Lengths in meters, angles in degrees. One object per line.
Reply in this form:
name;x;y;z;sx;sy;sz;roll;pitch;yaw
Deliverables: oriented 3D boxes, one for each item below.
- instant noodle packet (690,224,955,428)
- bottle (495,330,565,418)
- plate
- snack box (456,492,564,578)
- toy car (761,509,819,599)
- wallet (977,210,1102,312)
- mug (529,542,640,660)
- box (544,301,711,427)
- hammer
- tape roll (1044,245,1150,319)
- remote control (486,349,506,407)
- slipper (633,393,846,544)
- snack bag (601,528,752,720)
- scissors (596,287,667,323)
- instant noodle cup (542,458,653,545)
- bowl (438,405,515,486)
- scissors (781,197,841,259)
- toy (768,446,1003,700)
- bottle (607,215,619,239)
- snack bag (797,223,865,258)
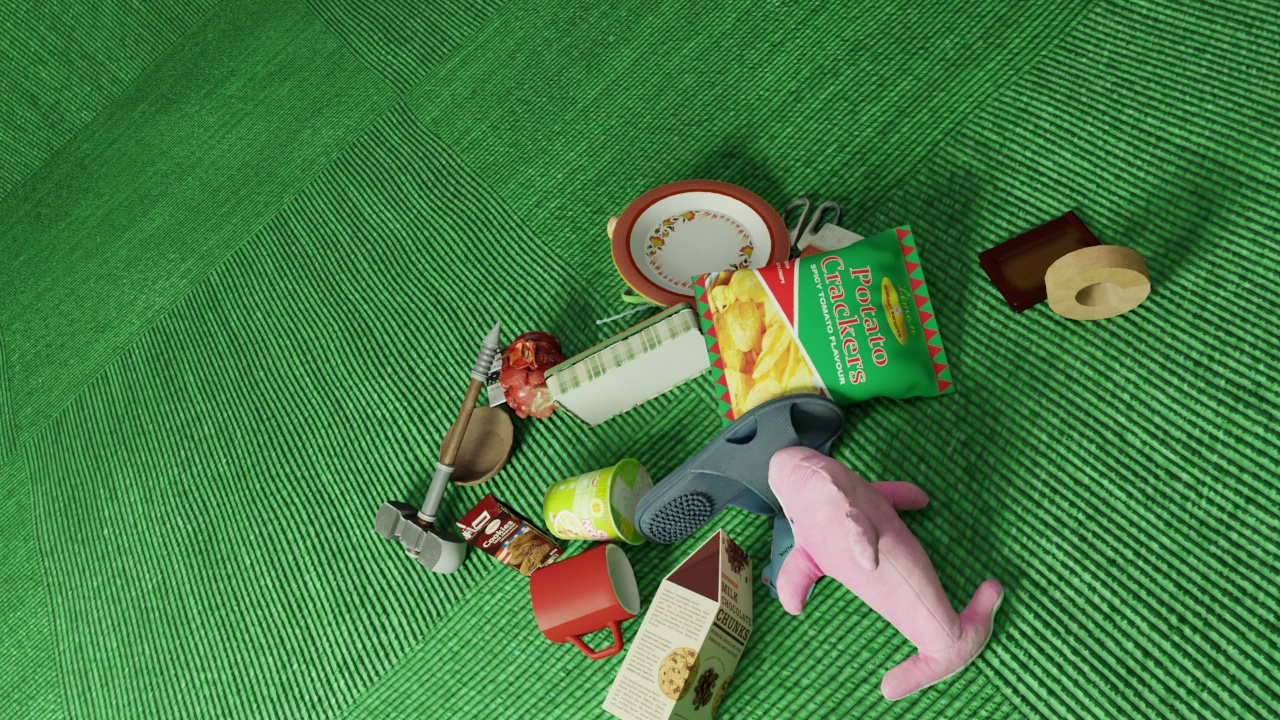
instant noodle packet;0.199;-0.032;1.029;0.253;0.090;0.195;-13;78;7
bottle;-0.141;0.018;1.209;0.099;0.099;0.111;-21;44;16
plate;0.077;-0.147;1.186;0.230;0.021;0.229;-1;55;1
snack box;-0.149;0.207;1.067;0.051;0.141;0.032;-43;50;-1
toy car;0.159;0.197;0.974;0.060;0.027;0.107;-5;59;27
wallet;0.448;-0.110;1.015;0.116;0.018;0.091;-27;51;9
mug;-0.058;0.273;1.017;0.097;0.080;0.116;-24;59;14
box;-0.007;0.007;1.131;0.206;0.117;0.050;-28;58;13
hammer;-0.238;0.101;1.184;0.156;0.043;0.322;22;92;37
tape roll;0.464;-0.078;0.934;0.094;0.094;0.027;-8;57;25
remote control;-0.201;0.026;1.276;0.028;0.012;0.124;-22;36;-1
slipper;0.109;0.132;0.990;0.264;0.101;0.082;-35;32;11
snack bag;0.055;0.280;0.936;0.070;0.094;0.206;16;69;35
scissors;0.022;-0.077;1.195;0.172;0.021;0.171;-17;24;-16
instant noodle cup;-0.051;0.170;1.074;0.108;0.099;0.098;-13;55;31
bowl;-0.214;0.119;1.232;0.118;0.030;0.117;-14;55;21
scissors;0.191;-0.146;1.185;0.169;0.012;0.132;-40;48;4
toy;0.217;0.180;0.867;0.186;0.128;0.265;-38;71;-9
bottle;0.007;-0.182;1.277;0.109;0.063;0.063;9;65;33
snack bag;0.193;-0.068;1.117;0.077;0.041;0.225;33;81;41
